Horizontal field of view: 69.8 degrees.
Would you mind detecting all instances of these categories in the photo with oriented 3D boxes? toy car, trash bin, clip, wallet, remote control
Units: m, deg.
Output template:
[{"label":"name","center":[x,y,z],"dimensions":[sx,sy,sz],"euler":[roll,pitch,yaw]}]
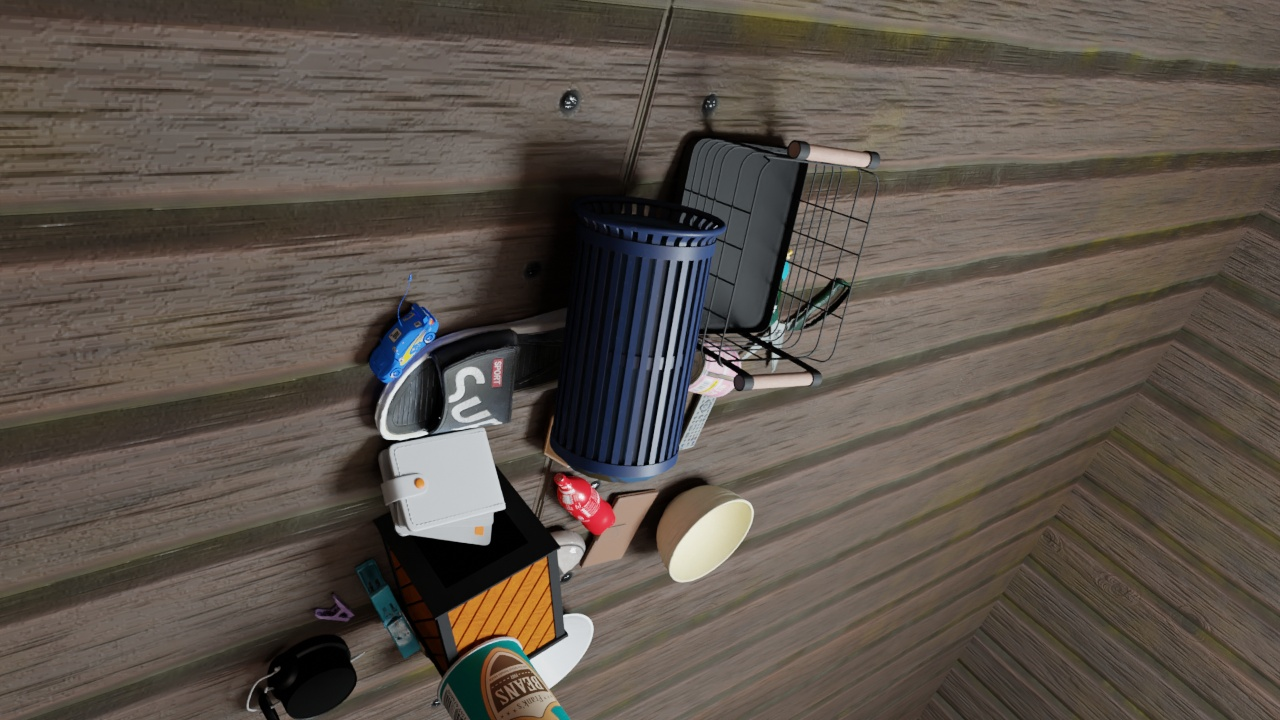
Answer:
[{"label":"toy car","center":[-0.212,-0.028,0.789],"dimensions":[0.092,0.033,0.062],"euler":[-47,151,1]},{"label":"trash bin","center":[-0.178,0.238,0.990],"dimensions":[0.139,0.139,0.172],"euler":[-26,139,-25]},{"label":"clip","center":[-0.323,0.267,0.983],"dimensions":[0.029,0.013,0.050],"euler":[-42,146,-3]},{"label":"wallet","center":[-0.029,0.225,1.234],"dimensions":[0.087,0.013,0.121],"euler":[0,125,-50]},{"label":"trash bin","center":[-0.010,-0.018,0.866],"dimensions":[0.139,0.139,0.250],"euler":[-9,116,-40]},{"label":"clip","center":[-0.284,0.264,1.010],"dimensions":[0.030,0.120,0.130],"euler":[-28,117,-19]},{"label":"wallet","center":[-0.192,0.132,0.903],"dimensions":[0.118,0.115,0.038],"euler":[-9,169,-40]},{"label":"remote control","center":[0.079,0.060,1.183],"dimensions":[0.033,0.013,0.137],"euler":[-8,129,-41]}]

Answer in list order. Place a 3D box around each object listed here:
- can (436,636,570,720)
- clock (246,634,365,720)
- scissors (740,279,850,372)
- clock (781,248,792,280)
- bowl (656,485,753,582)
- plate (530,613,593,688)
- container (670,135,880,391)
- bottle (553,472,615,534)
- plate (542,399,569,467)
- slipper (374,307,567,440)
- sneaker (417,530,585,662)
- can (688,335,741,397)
[{"label":"can","center":[-0.126,0.366,0.920],"dimensions":[0.099,0.144,0.099],"euler":[-26,140,-25]},{"label":"clock","center":[-0.364,0.348,0.993],"dimensions":[0.120,0.042,0.091],"euler":[1,123,-45]},{"label":"scissors","center":[0.202,-0.073,1.179],"dimensions":[0.205,0.015,0.202],"euler":[-29,140,-25]},{"label":"clock","center":[0.120,-0.091,1.055],"dimensions":[0.099,0.043,0.130],"euler":[-5,136,-36]},{"label":"bowl","center":[0.079,0.231,1.295],"dimensions":[0.150,0.075,0.151],"euler":[-27,140,-25]},{"label":"plate","center":[-0.148,0.401,1.264],"dimensions":[0.173,0.036,0.174],"euler":[-26,140,-25]},{"label":"container","center":[0.128,-0.105,0.925],"dimensions":[0.162,0.130,0.242],"euler":[-2,113,-35]},{"label":"bottle","center":[-0.071,0.171,1.116],"dimensions":[0.042,0.042,0.141],"euler":[-42,144,-6]},{"label":"plate","center":[-0.059,0.062,1.038],"dimensions":[0.131,0.025,0.131],"euler":[-26,140,-25]},{"label":"slipper","center":[-0.128,0.017,0.898],"dimensions":[0.263,0.063,0.111],"euler":[-19,136,-36]},{"label":"sneaker","center":[-0.144,0.311,1.113],"dimensions":[0.234,0.120,0.095],"euler":[-35,143,-20]},{"label":"can","center":[0.072,0.006,1.079],"dimensions":[0.076,0.067,0.067],"euler":[15,113,-50]}]
